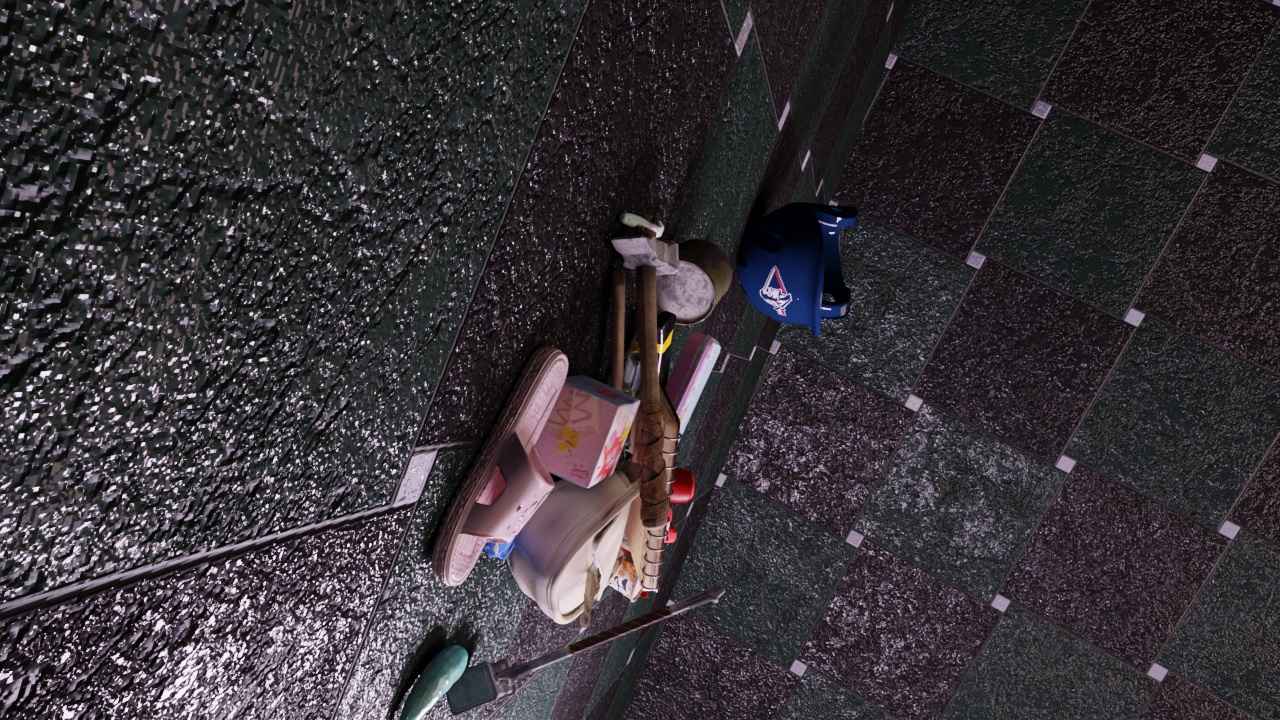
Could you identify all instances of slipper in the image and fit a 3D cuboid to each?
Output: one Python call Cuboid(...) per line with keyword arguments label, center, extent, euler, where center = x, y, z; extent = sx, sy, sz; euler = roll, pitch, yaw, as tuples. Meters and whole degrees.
Cuboid(label="slipper", center=(-0.112, 0.102, 0.853), extent=(0.094, 0.064, 0.239), euler=(73, 40, -72))

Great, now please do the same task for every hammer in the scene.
Cuboid(label="hammer", center=(0.009, 0.018, 0.971), extent=(0.121, 0.049, 0.318), euler=(-5, 93, -73))
Cuboid(label="hammer", center=(-0.031, 0.027, 1.097), extent=(0.119, 0.030, 0.332), euler=(-98, -175, -45))
Cuboid(label="hammer", center=(-0.055, 0.318, 1.036), extent=(0.322, 0.044, 0.098), euler=(-22, 163, 0))
Cuboid(label="hammer", center=(0.019, 0.057, 1.245), extent=(0.169, 0.034, 0.325), euler=(-51, 158, -37))

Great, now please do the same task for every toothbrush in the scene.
Cuboid(label="toothbrush", center=(0.002, -0.149, 1.002), extent=(0.154, 0.015, 0.022), euler=(-11, 121, -75))

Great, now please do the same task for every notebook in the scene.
Cuboid(label="notebook", center=(0.011, 0.146, 1.113), extent=(0.167, 0.024, 0.226), euler=(-115, -150, -67))

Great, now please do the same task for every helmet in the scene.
Cuboid(label="helmet", center=(0.291, -0.167, 1.689), extent=(0.271, 0.223, 0.233), euler=(-100, -175, -54))

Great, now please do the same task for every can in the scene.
Cuboid(label="can", center=(0.064, -0.101, 1.176), extent=(0.074, 0.090, 0.090), euler=(-51, 160, -54))

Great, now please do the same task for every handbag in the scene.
Cuboid(label="handbag", center=(-0.056, 0.231, 1.070), extent=(0.183, 0.132, 0.230), euler=(-33, 155, -36))

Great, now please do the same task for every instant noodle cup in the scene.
Cuboid(label="instant noodle cup", center=(-0.039, 0.260, 1.305), extent=(0.123, 0.122, 0.123), euler=(24, 89, -78))

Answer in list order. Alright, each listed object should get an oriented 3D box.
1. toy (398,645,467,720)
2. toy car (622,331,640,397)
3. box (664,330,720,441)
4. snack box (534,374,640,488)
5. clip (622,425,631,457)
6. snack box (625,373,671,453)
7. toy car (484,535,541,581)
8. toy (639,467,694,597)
Cuboid(label="toy", center=(-0.208, 0.327, 0.927), extent=(0.085, 0.033, 0.105), euler=(-60, 172, 21))
Cuboid(label="toy car", center=(-0.007, 0.007, 1.197), extent=(0.047, 0.033, 0.106), euler=(-46, 154, -53))
Cuboid(label="box", center=(0.049, 0.064, 1.238), extent=(0.214, 0.033, 0.076), euler=(-66, 161, 1))
Cuboid(label="snack box", center=(-0.060, 0.074, 0.983), extent=(0.095, 0.079, 0.093), euler=(-68, 168, 7))
Cuboid(label="clip", center=(-0.027, 0.114, 1.337), extent=(0.044, 0.023, 0.076), euler=(-57, 162, -35))
Cuboid(label="snack box", center=(0.017, 0.081, 1.418), extent=(0.125, 0.040, 0.088), euler=(-43, 153, -62))
Cuboid(label="toy car", center=(-0.127, 0.188, 0.946), extent=(0.092, 0.062, 0.033), euler=(101, 17, -44))
Cuboid(label="toy", center=(0.001, 0.255, 1.434), extent=(0.159, 0.120, 0.197), euler=(6, -99, 58))
